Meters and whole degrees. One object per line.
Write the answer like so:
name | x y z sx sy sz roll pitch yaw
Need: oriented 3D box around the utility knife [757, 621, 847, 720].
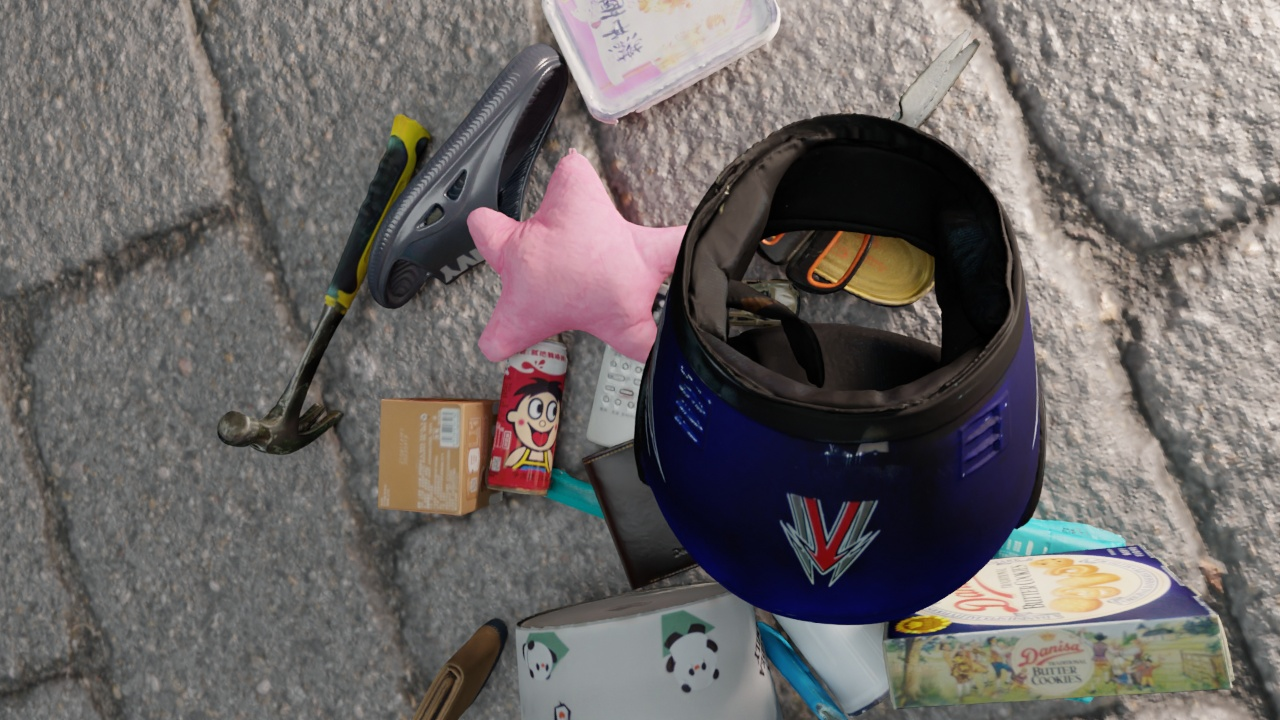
utility knife | 0.124 0.240 0.677 0.034 0.194 0.018 37 89 -15

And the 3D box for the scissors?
scissors | 0.189 -0.146 0.702 0.235 0.021 0.143 -29 90 8

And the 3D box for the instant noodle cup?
instant noodle cup | 0.020 -0.287 0.774 0.174 0.060 0.138 -26 84 13

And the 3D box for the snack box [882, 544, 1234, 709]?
snack box | 0.254 0.168 0.598 0.183 0.177 0.046 -10 89 17

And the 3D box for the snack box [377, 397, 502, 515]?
snack box | -0.171 0.080 0.798 0.077 0.094 0.093 2 90 14

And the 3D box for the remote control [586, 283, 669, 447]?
remote control | -0.005 0.005 0.796 0.058 0.021 0.150 13 93 13

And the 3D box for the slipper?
slipper | -0.133 -0.143 0.787 0.083 0.110 0.268 38 95 8

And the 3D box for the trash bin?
trash bin | 0.015 0.309 0.695 0.230 0.229 0.251 -12 80 13

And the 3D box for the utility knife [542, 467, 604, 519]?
utility knife | 0.000 0.135 0.798 0.223 0.013 0.029 18 94 13

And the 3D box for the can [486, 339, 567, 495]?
can | -0.097 0.048 0.795 0.053 0.053 0.132 7 84 14

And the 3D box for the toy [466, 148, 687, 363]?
toy | -0.043 -0.085 0.754 0.194 0.074 0.178 -1 95 -2

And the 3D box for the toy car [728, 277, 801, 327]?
toy car | 0.089 -0.048 0.768 0.090 0.035 0.042 3 91 11

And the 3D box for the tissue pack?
tissue pack | 0.308 0.186 0.702 0.093 0.050 0.133 14 92 16

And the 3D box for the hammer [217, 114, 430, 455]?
hammer | -0.267 -0.067 0.828 0.032 0.126 0.323 21 84 15

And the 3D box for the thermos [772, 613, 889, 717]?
thermos | 0.113 0.159 0.708 0.073 0.073 0.224 -40 76 10

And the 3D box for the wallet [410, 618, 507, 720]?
wallet | -0.156 0.277 0.783 0.033 0.115 0.090 29 96 6

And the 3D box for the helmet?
helmet | 0.127 0.019 0.604 0.247 0.241 0.314 4 46 11

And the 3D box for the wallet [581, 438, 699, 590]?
wallet | 0.015 0.123 0.777 0.096 0.020 0.122 -21 91 10

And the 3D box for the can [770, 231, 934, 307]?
can | 0.168 -0.096 0.740 0.148 0.049 0.074 32 96 12
